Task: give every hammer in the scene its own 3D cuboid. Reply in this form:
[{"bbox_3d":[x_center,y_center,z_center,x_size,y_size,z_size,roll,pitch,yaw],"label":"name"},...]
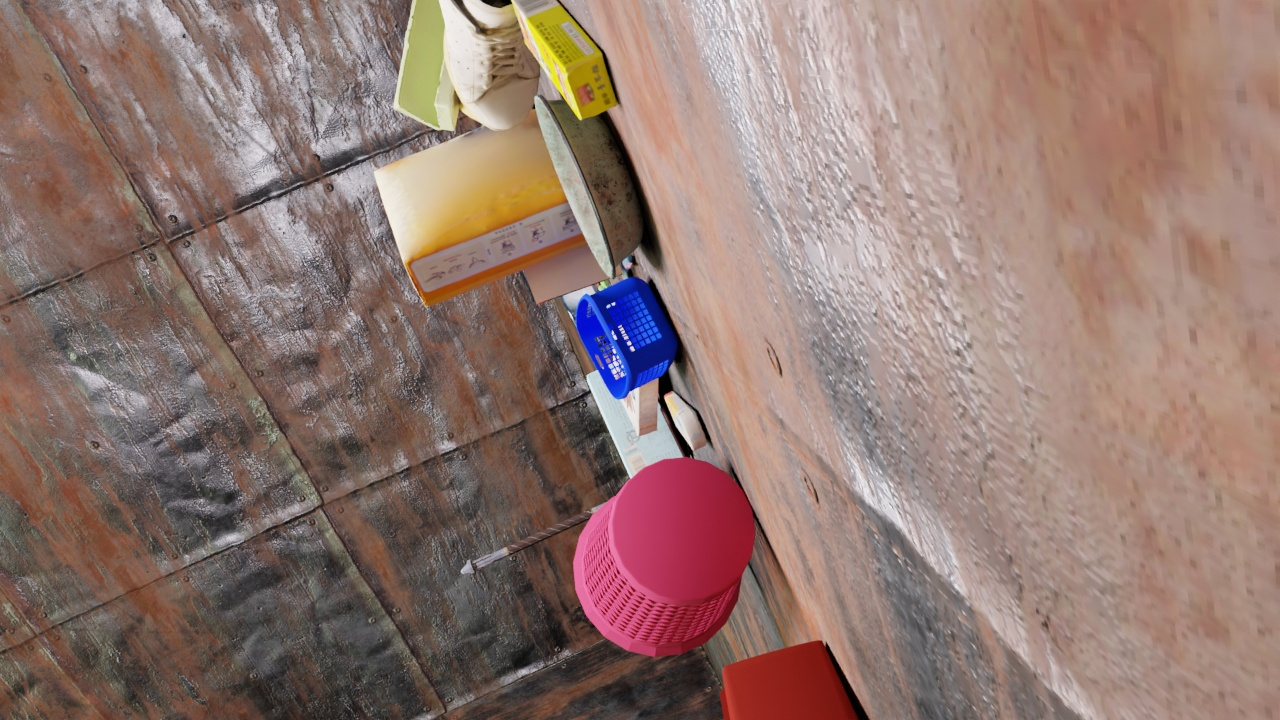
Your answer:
[{"bbox_3d":[-0.086,0.213,1.217,0.098,0.322,0.044,91,155,-78],"label":"hammer"}]

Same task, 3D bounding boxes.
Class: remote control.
[{"bbox_3d":[0.044,0.059,0.932,0.125,0.018,0.038,-134,21,-79],"label":"remote control"}]

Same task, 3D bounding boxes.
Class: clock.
[{"bbox_3d":[-0.063,-0.054,1.266,0.129,0.052,0.090,61,-179,22],"label":"clock"}]

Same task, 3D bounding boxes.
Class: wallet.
[{"bbox_3d":[0.035,0.065,1.064,0.116,0.018,0.091,70,175,-57],"label":"wallet"}]

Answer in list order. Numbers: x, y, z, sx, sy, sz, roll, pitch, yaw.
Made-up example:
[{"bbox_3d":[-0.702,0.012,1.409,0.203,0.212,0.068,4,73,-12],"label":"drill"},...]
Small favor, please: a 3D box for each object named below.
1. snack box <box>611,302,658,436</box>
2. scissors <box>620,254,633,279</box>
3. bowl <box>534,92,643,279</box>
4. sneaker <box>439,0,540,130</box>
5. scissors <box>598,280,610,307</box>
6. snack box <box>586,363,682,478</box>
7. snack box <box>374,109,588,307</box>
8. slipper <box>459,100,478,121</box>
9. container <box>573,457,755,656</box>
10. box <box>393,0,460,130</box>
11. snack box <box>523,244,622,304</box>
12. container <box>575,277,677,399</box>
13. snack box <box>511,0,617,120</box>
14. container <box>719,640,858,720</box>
[{"bbox_3d":[-0.006,0.006,1.003,0.150,0.026,0.082,90,157,-48],"label":"snack box"},{"bbox_3d":[-0.005,-0.072,0.910,0.136,0.015,0.125,60,-173,-85],"label":"scissors"},{"bbox_3d":[-0.037,-0.145,0.738,0.157,0.038,0.157,155,91,-84],"label":"bowl"},{"bbox_3d":[-0.120,-0.287,0.759,0.102,0.088,0.242,52,162,38],"label":"sneaker"},{"bbox_3d":[-0.041,-0.085,1.151,0.171,0.023,0.168,-139,32,-73],"label":"scissors"},{"bbox_3d":[-0.001,0.083,1.160,0.053,0.075,0.174,113,133,-84],"label":"snack box"},{"bbox_3d":[-0.142,-0.157,0.872,0.081,0.195,0.145,76,169,-51],"label":"snack box"},{"bbox_3d":[-0.176,-0.302,1.104,0.099,0.078,0.264,-113,11,-64],"label":"slipper"},{"bbox_3d":[0.028,0.186,0.898,0.226,0.183,0.183,102,145,-68],"label":"container"},{"bbox_3d":[-0.232,-0.373,1.102,0.077,0.089,0.187,48,-135,-69],"label":"box"},{"bbox_3d":[-0.074,-0.106,0.937,0.125,0.088,0.040,-115,6,-69],"label":"snack box"},{"bbox_3d":[-0.012,-0.022,0.841,0.096,0.058,0.114,62,166,9],"label":"container"},{"bbox_3d":[-0.057,-0.224,0.658,0.148,0.029,0.040,-120,8,-46],"label":"snack box"},{"bbox_3d":[0.131,0.342,0.718,0.148,0.127,0.200,75,179,-56],"label":"container"}]
